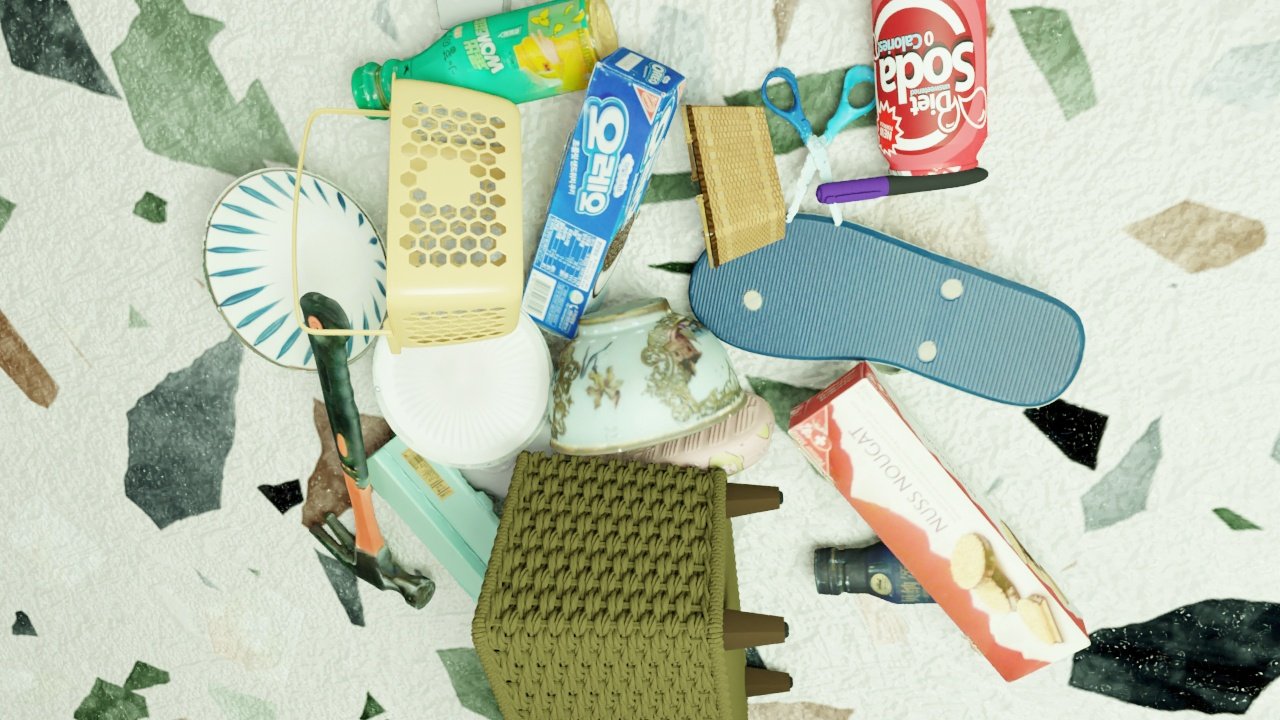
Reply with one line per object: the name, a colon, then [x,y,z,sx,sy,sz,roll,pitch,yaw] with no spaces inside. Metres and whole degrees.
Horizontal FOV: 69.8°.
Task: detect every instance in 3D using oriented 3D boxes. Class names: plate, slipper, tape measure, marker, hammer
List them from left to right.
hammer: [-0.256,0.085,0.816,0.133,0.033,0.334,22,131,22]
plate: [-0.146,0.014,0.763,0.157,0.014,0.157,2,100,9]
tape measure: [-0.133,-0.293,0.717,0.062,0.020,0.060,-2,108,14]
slipper: [0.028,0.095,0.779,0.198,0.093,0.081,-20,113,20]
slipper: [0.183,-0.043,0.706,0.295,0.060,0.118,17,109,18]
marker: [0.193,-0.128,0.672,0.134,0.018,0.015,-8,133,-8]

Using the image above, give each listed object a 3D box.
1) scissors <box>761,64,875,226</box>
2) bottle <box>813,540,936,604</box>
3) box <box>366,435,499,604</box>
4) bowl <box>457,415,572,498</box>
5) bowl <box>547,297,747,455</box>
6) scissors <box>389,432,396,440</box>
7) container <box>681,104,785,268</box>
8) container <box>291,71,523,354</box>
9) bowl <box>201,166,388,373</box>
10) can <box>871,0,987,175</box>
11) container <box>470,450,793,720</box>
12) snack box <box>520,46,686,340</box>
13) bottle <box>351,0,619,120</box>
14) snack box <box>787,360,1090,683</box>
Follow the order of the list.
scissors: [0.122,-0.163,0.686,0.104,0.015,0.133,20,93,10]
bottle: [0.228,0.176,0.772,0.161,0.056,0.056,-4,107,16]
box: [-0.175,0.147,0.846,0.186,0.033,0.137,50,146,-6]
bowl: [-0.124,0.063,0.814,0.132,0.064,0.132,4,109,12]
bowl: [-0.004,0.004,0.719,0.160,0.159,0.094,-11,99,17]
scissors: [-0.184,0.110,0.874,0.071,0.014,0.130,-39,95,22]
container: [0.069,-0.134,0.682,0.061,0.063,0.114,-10,73,5]
container: [-0.174,-0.108,0.688,0.167,0.129,0.183,0,74,-10]
bowl: [-0.282,-0.083,0.799,0.177,0.070,0.177,4,109,13]
can: [0.201,-0.205,0.637,0.074,0.074,0.142,-3,108,14]
container: [0.017,0.241,0.738,0.205,0.176,0.321,-3,128,9]
snack box: [-0.034,-0.121,0.707,0.059,0.059,0.227,27,126,6]
bottle: [-0.124,-0.228,0.712,0.210,0.068,0.068,-7,107,16]
snack box: [0.226,0.127,0.696,0.077,0.044,0.273,-38,98,23]
